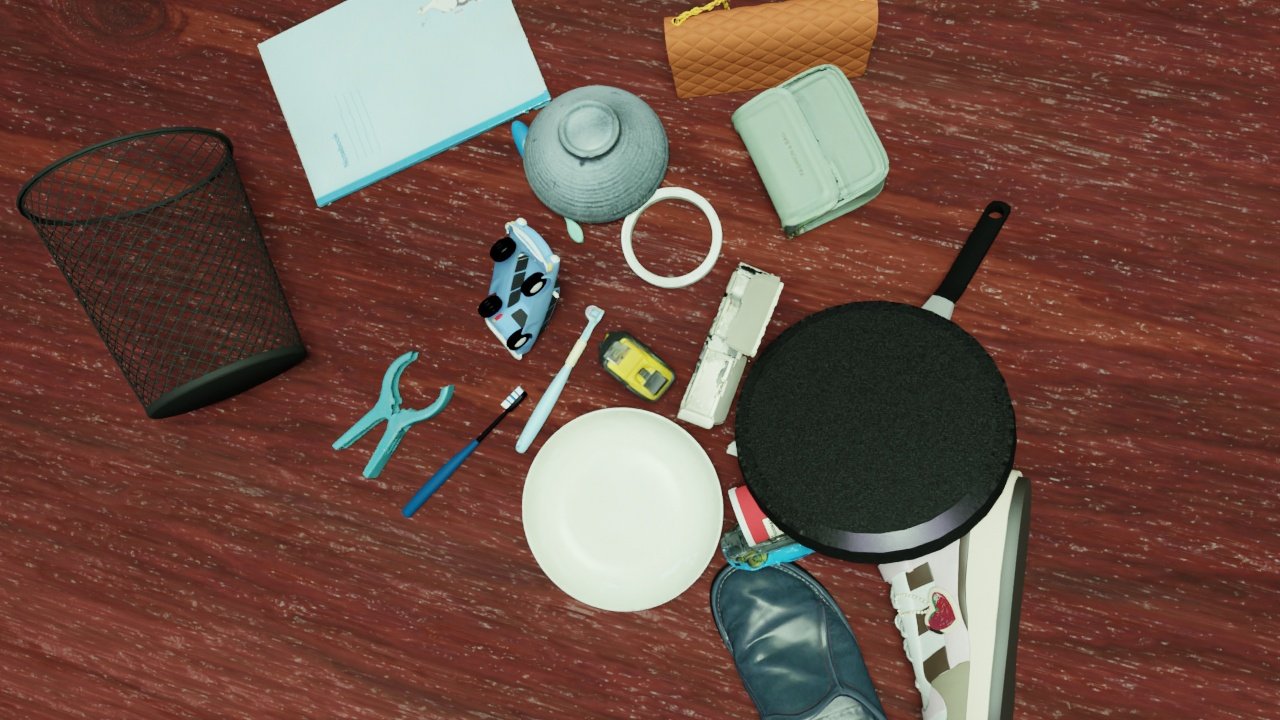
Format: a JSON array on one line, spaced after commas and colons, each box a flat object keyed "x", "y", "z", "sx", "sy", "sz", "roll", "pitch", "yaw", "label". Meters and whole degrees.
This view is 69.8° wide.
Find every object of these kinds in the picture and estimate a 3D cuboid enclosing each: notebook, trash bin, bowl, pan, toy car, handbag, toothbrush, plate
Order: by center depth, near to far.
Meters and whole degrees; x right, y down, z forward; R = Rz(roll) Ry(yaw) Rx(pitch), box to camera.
[{"x": 0.222, "y": -0.002, "z": 0.766, "sx": 0.225, "sy": 0.034, "sz": 0.355, "roll": 27, "pitch": 75, "yaw": 27, "label": "pan"}, {"x": 0.111, "y": -0.284, "z": 0.797, "sx": 0.172, "sy": 0.109, "sz": 0.060, "roll": -5, "pitch": 87, "yaw": 7, "label": "handbag"}, {"x": -0.102, "y": -0.063, "z": 0.810, "sx": 0.054, "sy": 0.154, "sz": 0.056, "roll": -32, "pitch": 72, "yaw": -32, "label": "toy car"}, {"x": 0.152, "y": -0.185, "z": 0.811, "sx": 0.106, "sy": 0.067, "sz": 0.122, "roll": -26, "pitch": 85, "yaw": 7, "label": "handbag"}, {"x": 0.124, "y": 0.159, "z": 0.814, "sx": 0.105, "sy": 0.048, "sz": 0.032, "roll": -17, "pitch": 122, "yaw": 2, "label": "toy car"}, {"x": -0.043, "y": -0.198, "z": 0.829, "sx": 0.137, "sy": 0.057, "sz": 0.137, "roll": -1, "pitch": 79, "yaw": 4, "label": "bowl"}, {"x": -0.417, "y": -0.071, "z": 0.832, "sx": 0.184, "sy": 0.184, "sz": 0.210, "roll": -25, "pitch": 91, "yaw": 6, "label": "trash bin"}, {"x": -0.015, "y": 0.134, "z": 0.837, "sx": 0.182, "sy": 0.034, "sz": 0.182, "roll": 0, "pitch": 88, "yaw": 7, "label": "plate"}, {"x": -0.077, "y": 0.018, "z": 0.859, "sx": 0.022, "sy": 0.016, "sz": 0.155, "roll": 30, "pitch": 92, "yaw": 40, "label": "toothbrush"}, {"x": -0.087, "y": -0.169, "z": 0.868, "sx": 0.022, "sy": 0.017, "sz": 0.135, "roll": -30, "pitch": 82, "yaw": 6, "label": "toothbrush"}, {"x": -0.168, "y": 0.088, "z": 0.869, "sx": 0.014, "sy": 0.014, "sz": 0.168, "roll": 44, "pitch": 95, "yaw": -5, "label": "toothbrush"}, {"x": -0.232, "y": -0.280, "z": 0.892, "sx": 0.253, "sy": 0.009, "sz": 0.181, "roll": -23, "pitch": 85, "yaw": 6, "label": "notebook"}]

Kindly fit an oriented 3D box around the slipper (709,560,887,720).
[{"x": 0.149, "y": 0.290, "z": 0.786, "sx": 0.109, "sy": 0.083, "sz": 0.265, "roll": -29, "pitch": 80, "yaw": 7, "label": "slipper"}]

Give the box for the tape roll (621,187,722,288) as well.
[{"x": 0.029, "y": -0.114, "z": 0.851, "sx": 0.093, "sy": 0.013, "sz": 0.093, "roll": 0, "pitch": 88, "yaw": 7, "label": "tape roll"}]

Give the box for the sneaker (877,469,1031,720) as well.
[{"x": 0.252, "y": 0.234, "z": 0.776, "sx": 0.117, "sy": 0.111, "sz": 0.294, "roll": 5, "pitch": 90, "yaw": 29, "label": "sneaker"}]

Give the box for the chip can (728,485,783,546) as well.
[{"x": 0.184, "y": 0.096, "z": 0.778, "sx": 0.215, "sy": 0.052, "sz": 0.052, "roll": -22, "pitch": 85, "yaw": 6, "label": "chip can"}]

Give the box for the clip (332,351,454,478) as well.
[{"x": -0.246, "y": 0.037, "z": 0.876, "sx": 0.130, "sy": 0.030, "sz": 0.120, "roll": -32, "pitch": 89, "yaw": 4, "label": "clip"}]

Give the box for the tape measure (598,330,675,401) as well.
[{"x": -0.005, "y": 0.005, "z": 0.822, "sx": 0.072, "sy": 0.071, "sz": 0.042, "roll": 36, "pitch": 90, "yaw": -15, "label": "tape measure"}]

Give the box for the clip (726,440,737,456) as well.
[{"x": 0.132, "y": 0.077, "z": 0.817, "sx": 0.102, "sy": 0.052, "sz": 0.060, "roll": 20, "pitch": 103, "yaw": 7, "label": "clip"}]

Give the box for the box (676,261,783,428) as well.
[{"x": 0.075, "y": -0.008, "z": 0.756, "sx": 0.044, "sy": 0.184, "sz": 0.143, "roll": 21, "pitch": 95, "yaw": 3, "label": "box"}]
